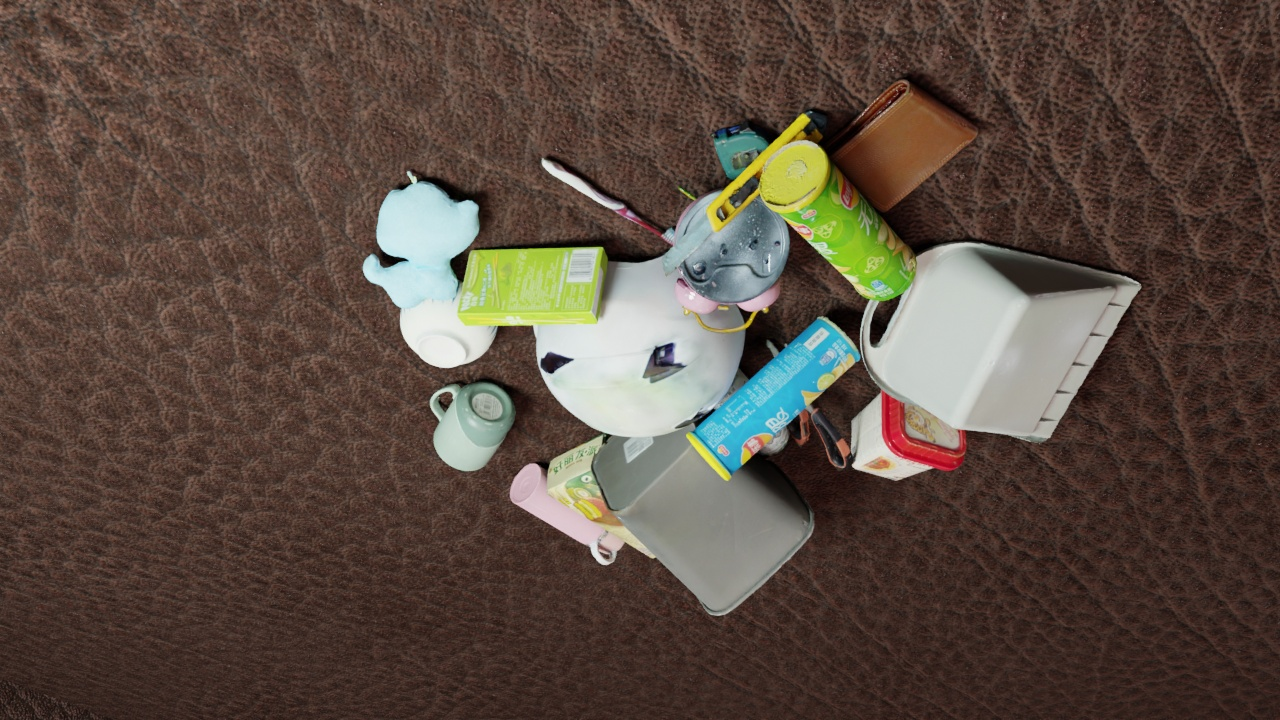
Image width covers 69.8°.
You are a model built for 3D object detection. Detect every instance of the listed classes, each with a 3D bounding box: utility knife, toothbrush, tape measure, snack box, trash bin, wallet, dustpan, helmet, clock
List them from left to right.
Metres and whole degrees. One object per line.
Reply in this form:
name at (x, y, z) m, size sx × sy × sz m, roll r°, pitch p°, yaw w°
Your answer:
snack box at (-0.118, -0.081, 0.999) m, size 0.156 × 0.085 × 0.026 m, roll 0°, pitch 153°, yaw 14°
toothbrush at (-0.023, -0.165, 0.964) m, size 0.187 × 0.016 × 0.017 m, roll 28°, pitch 126°, yaw -26°
snack box at (-0.015, 0.205, 1.352) m, size 0.115 × 0.063 × 0.240 m, roll -29°, pitch 129°, yaw 31°
helmet at (-0.006, 0.006, 1.060) m, size 0.259 × 0.145 × 0.229 m, roll -12°, pitch 136°, yaw 17°
trash bin at (0.070, 0.175, 1.204) m, size 0.199 × 0.198 × 0.219 m, roll -45°, pitch 116°, yaw 6°
clock at (0.090, -0.103, 0.948) m, size 0.117 × 0.059 × 0.159 m, roll -4°, pitch 107°, yaw -6°
utility knife at (0.100, -0.161, 0.890) m, size 0.218 × 0.015 × 0.033 m, roll -44°, pitch 108°, yaw 8°
tape measure at (0.102, -0.205, 0.902) m, size 0.055 × 0.025 × 0.058 m, roll -12°, pitch 137°, yaw 18°
wallet at (0.246, -0.206, 0.889) m, size 0.101 × 0.032 × 0.125 m, roll 25°, pitch 135°, yaw -27°
dustpan at (0.389, -0.029, 1.042) m, size 0.257 × 0.142 × 0.223 m, roll -1°, pitch 123°, yaw -36°

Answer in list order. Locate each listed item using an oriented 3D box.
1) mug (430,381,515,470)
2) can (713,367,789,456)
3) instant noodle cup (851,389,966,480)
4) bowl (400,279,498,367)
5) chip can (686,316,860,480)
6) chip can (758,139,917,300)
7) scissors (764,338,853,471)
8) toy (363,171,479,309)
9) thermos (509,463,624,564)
mug at (-0.228, 0.075, 1.213) m, size 0.112 × 0.082 × 0.107 m, roll 42°, pitch 134°, yaw 4°
can at (0.134, 0.063, 1.181) m, size 0.058 × 0.058 × 0.146 m, roll -22°, pitch 132°, yaw 26°
instant noodle cup at (0.335, 0.092, 1.172) m, size 0.116 × 0.116 × 0.124 m, roll 17°, pitch 150°, yaw -15°
bowl at (-0.230, -0.035, 1.088) m, size 0.116 × 0.066 × 0.117 m, roll 2°, pitch 139°, yaw 2°
chip can at (0.153, 0.043, 1.059) m, size 0.210 × 0.071 × 0.071 m, roll -41°, pitch 131°, yaw -4°
chip can at (0.203, -0.131, 0.914) m, size 0.073 × 0.072 × 0.221 m, roll -26°, pitch 144°, yaw 29°
scissors at (0.207, 0.059, 1.173) m, size 0.197 × 0.015 × 0.214 m, roll 45°, pitch 161°, yaw 8°
toy at (-0.238, -0.128, 0.992) m, size 0.161 × 0.049 × 0.156 m, roll -9°, pitch 128°, yaw 15°
thermos at (-0.104, 0.236, 1.375) m, size 0.067 × 0.087 × 0.198 m, roll -29°, pitch 128°, yaw 29°
